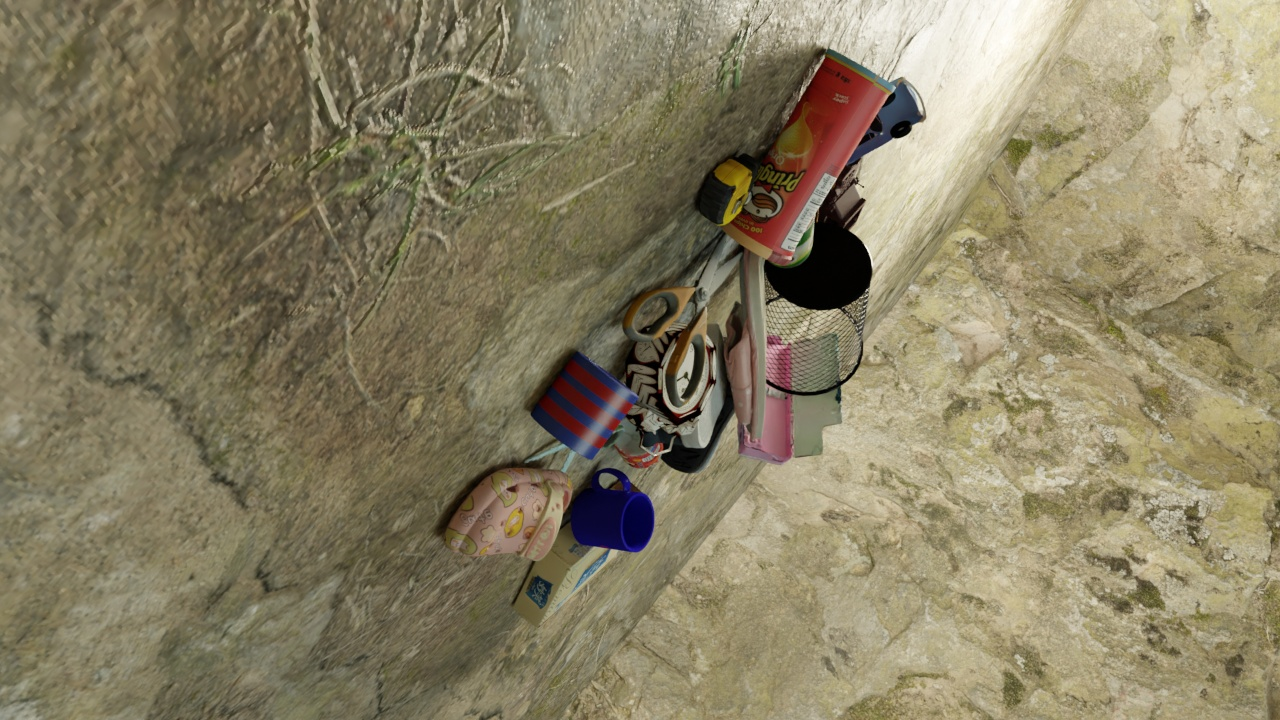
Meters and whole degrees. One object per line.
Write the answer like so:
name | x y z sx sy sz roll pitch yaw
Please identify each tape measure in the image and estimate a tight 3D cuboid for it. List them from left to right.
tape measure | 0.087 -0.165 0.910 0.064 0.037 0.066 -39 159 -44

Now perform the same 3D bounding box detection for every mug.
mug | -0.056 0.041 0.902 0.076 0.075 0.112 -53 -169 0
mug | -0.039 0.199 1.237 0.079 0.084 0.111 -19 106 -54

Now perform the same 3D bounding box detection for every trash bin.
trash bin | 0.245 -0.079 1.325 0.183 0.184 0.210 -47 158 -21

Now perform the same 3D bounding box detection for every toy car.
toy car | 0.276 -0.218 1.303 0.070 0.062 0.170 -46 163 -25
toy car | 0.241 -0.259 1.028 0.154 0.056 0.054 -28 -149 21

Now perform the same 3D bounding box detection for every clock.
clock | 0.025 0.031 1.037 0.114 0.065 0.154 14 88 -51

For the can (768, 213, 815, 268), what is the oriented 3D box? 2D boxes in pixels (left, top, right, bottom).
can | 0.180 -0.163 1.131 0.067 0.067 0.121 -52 165 -5

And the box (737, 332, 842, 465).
box | 0.227 0.053 1.410 0.062 0.161 0.229 83 11 -52

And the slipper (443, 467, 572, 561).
slipper | -0.115 0.162 0.940 0.093 0.081 0.197 -59 159 14

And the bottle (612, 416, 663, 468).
bottle | 0.000 0.113 1.223 0.062 0.062 0.137 -50 165 -10

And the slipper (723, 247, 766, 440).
slipper | 0.137 -0.021 1.197 0.114 0.054 0.275 -72 160 -63

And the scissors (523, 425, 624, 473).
scissors | -0.071 0.090 1.027 0.171 0.021 0.173 -16 143 -54

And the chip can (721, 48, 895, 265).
chip can | 0.175 -0.213 0.975 0.214 0.087 0.086 -59 164 19

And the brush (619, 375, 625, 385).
brush | -0.006 0.006 1.065 0.217 0.012 0.033 -53 165 -3

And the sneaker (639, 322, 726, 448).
sneaker | 0.057 0.032 1.178 0.234 0.087 0.089 -65 150 -54

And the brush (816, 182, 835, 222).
brush | 0.225 -0.231 1.095 0.048 0.017 0.126 20 76 -74

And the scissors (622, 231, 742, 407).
scissors | 0.062 -0.050 1.000 0.224 0.016 0.175 -39 117 -41

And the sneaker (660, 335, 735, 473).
sneaker | 0.116 0.045 1.394 0.160 0.093 0.257 -47 165 -54

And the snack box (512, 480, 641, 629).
snack box | -0.086 0.282 1.358 0.206 0.055 0.154 -33 155 -52
